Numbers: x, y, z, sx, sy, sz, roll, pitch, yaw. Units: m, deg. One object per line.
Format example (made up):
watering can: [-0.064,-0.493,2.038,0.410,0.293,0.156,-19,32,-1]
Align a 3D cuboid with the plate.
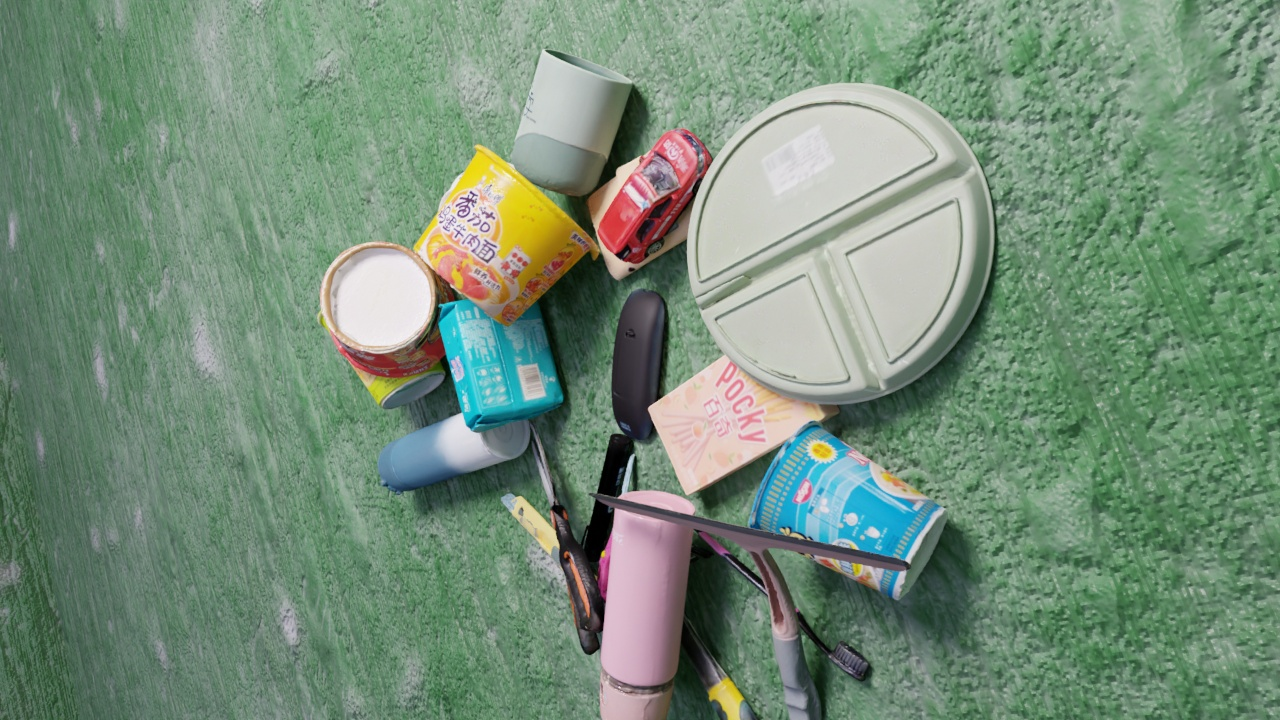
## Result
plate: [0.129,-0.082,0.651,0.231,0.027,0.230,2,93,33]

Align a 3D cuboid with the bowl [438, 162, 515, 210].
bowl: [-0.162,-0.142,0.917,0.114,0.062,0.113,7,99,44]

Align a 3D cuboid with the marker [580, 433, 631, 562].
marker: [-0.034,0.129,0.858,0.022,0.020,0.132,16,110,2]

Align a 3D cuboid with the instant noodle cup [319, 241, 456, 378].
instant noodle cup: [-0.256,-0.054,0.919,0.109,0.138,0.138,135,123,-82]

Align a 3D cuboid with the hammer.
hammer: [0.077,0.291,0.767,0.323,0.031,0.126,56,129,23]

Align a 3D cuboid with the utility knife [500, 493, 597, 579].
utility knife: [-0.089,0.185,0.924,0.166,0.018,0.031,42,116,37]

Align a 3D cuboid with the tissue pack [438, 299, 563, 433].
tissue pack: [-0.136,-0.004,0.886,0.050,0.093,0.133,-27,76,57]

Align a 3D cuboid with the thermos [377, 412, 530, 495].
thermos: [-0.209,0.094,0.988,0.221,0.070,0.070,-20,81,43]

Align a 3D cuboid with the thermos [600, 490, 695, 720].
thermos: [0.001,0.208,0.768,0.087,0.067,0.199,-134,46,-69]

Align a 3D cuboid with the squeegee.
squeegee: [0.103,0.199,0.680,0.248,0.040,0.250,5,128,38]

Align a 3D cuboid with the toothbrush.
toothbrush: [0.108,0.187,0.738,0.189,0.014,0.018,38,109,34]

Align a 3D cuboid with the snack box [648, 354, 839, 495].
snack box: [0.078,0.040,0.738,0.158,0.026,0.084,-37,70,40]

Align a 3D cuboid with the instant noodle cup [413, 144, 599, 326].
instant noodle cup: [-0.124,-0.104,0.811,0.138,0.138,0.110,39,90,33]

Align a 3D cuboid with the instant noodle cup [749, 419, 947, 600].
instant noodle cup: [0.148,0.110,0.642,0.110,0.099,0.099,28,114,28]

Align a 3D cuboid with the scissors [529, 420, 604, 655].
scissors: [-0.075,0.172,0.869,0.229,0.021,0.190,-128,29,-58]

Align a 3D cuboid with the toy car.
toy car: [0.010,-0.131,0.741,0.053,0.045,0.121,52,122,22]

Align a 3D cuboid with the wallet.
wallet: [0.005,-0.132,0.789,0.115,0.024,0.087,-27,81,42]

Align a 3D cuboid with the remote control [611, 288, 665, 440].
remote control: [-0.005,0.005,0.812,0.053,0.024,0.136,15,105,42]

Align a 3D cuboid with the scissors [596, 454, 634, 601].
scissors: [-0.020,0.149,0.824,0.056,0.017,0.133,153,131,-72]

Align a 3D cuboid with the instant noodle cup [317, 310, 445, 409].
instant noodle cup: [-0.278,-0.016,1.016,0.112,0.111,0.123,-39,76,39]

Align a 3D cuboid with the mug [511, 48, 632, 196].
mug: [-0.065,-0.211,0.810,0.111,0.082,0.106,-115,41,-59]
